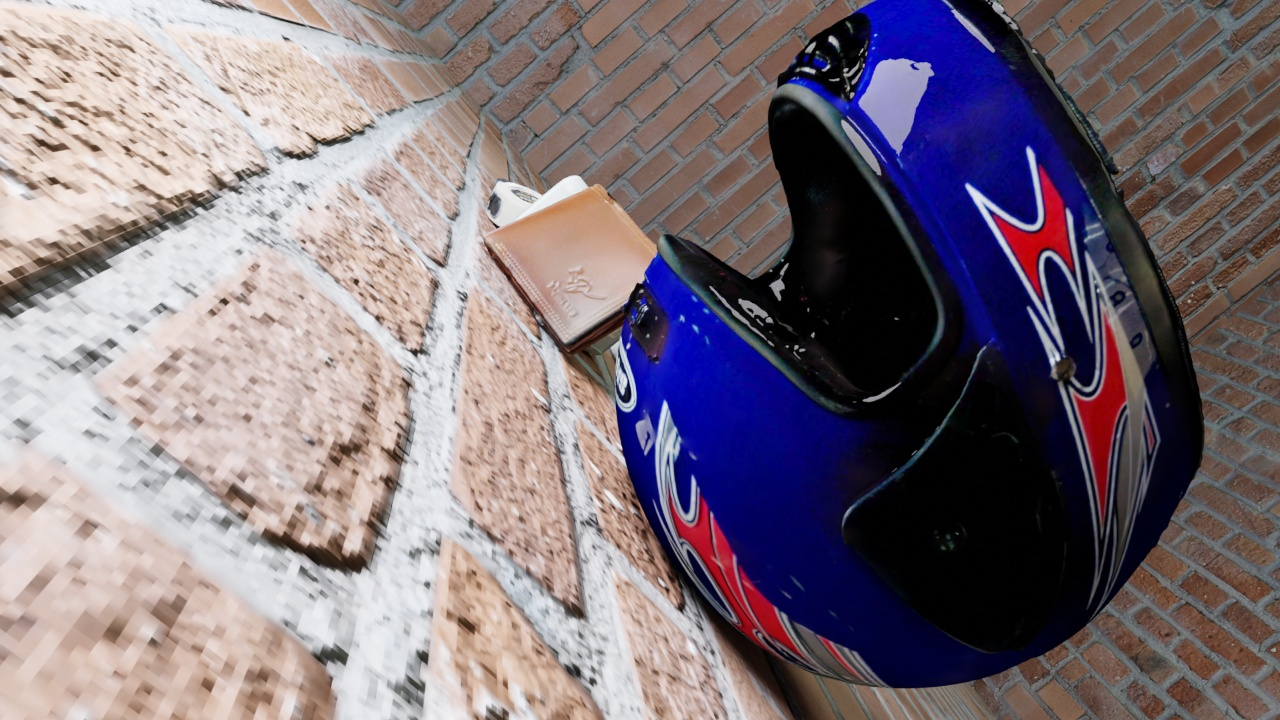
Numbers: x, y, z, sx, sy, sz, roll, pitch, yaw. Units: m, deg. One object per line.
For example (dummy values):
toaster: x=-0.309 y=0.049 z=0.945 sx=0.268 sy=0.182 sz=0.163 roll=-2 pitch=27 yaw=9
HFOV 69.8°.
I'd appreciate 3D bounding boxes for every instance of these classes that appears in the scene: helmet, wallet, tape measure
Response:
helmet: x=0.104 y=0.013 z=0.456 sx=0.315 sy=0.240 sz=0.247 roll=60 pitch=2 yaw=-19
wallet: x=-0.044 y=-0.071 z=0.672 sx=0.124 sy=0.101 sz=0.032 roll=51 pitch=-16 yaw=29
tape measure: x=-0.113 y=-0.142 z=0.873 sx=0.065 sy=0.034 sz=0.066 roll=20 pitch=22 yaw=-15

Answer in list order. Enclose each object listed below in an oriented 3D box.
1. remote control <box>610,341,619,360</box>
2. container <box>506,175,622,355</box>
remote control: x=-0.006 y=0.005 z=0.927 sx=0.056 sy=0.020 sz=0.136 roll=49 pitch=4 yaw=-22
container: x=-0.046 y=-0.073 z=0.758 sx=0.111 sy=0.090 sz=0.090 roll=54 pitch=6 yaw=18
